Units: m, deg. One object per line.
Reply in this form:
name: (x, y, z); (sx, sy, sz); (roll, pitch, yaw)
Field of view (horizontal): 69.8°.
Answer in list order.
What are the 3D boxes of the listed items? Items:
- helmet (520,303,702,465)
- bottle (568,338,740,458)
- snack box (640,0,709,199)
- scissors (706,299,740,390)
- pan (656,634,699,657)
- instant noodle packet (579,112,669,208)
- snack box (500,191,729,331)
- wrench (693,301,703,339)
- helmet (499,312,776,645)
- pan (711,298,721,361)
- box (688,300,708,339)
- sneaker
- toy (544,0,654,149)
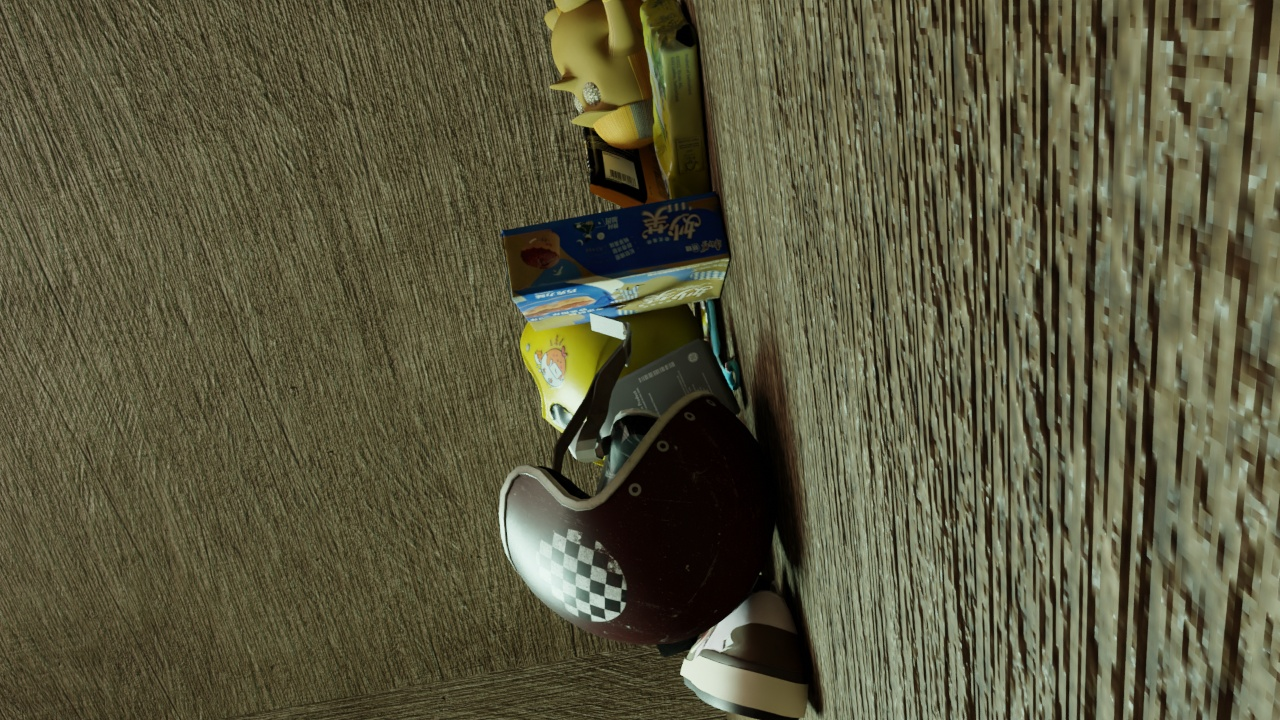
helmet: (-0.006, 0.006, 1.050); (0.140, 0.208, 0.240); (-17, 100, 59)
bottle: (0.006, 0.052, 0.941); (0.083, 0.174, 0.046); (65, -168, 8)
snack box: (0.032, -0.246, 0.887); (0.121, 0.045, 0.181); (-101, 1, -47)
scissors: (0.085, -0.006, 0.983); (0.135, 0.015, 0.135); (137, 123, -77)
pan: (0.031, 0.203, 1.072); (0.355, 0.044, 0.204); (-63, -40, -80)
instant noodle packet: (-0.011, -0.267, 1.237); (0.032, 0.159, 0.220); (-44, 40, 35)
snack box: (-0.022, -0.093, 0.907); (0.155, 0.203, 0.069); (82, 178, -81)
wrench: (0.070, -0.063, 1.129); (0.070, 0.010, 0.273); (-97, 1, -87)
helmet: (-0.005, 0.119, 0.811); (0.232, 0.254, 0.234); (-25, -52, -59)
pan: (0.101, 0.080, 1.101); (0.198, 0.021, 0.357); (-101, 2, -71)
box: (0.037, -0.115, 1.246); (0.079, 0.080, 0.209); (76, -175, -58)
sneaker: (0.103, 0.270, 0.895); (0.294, 0.112, 0.116); (76, -154, -74)
toy: (-0.040, -0.365, 1.167); (0.203, 0.162, 0.199); (69, 166, -5)
